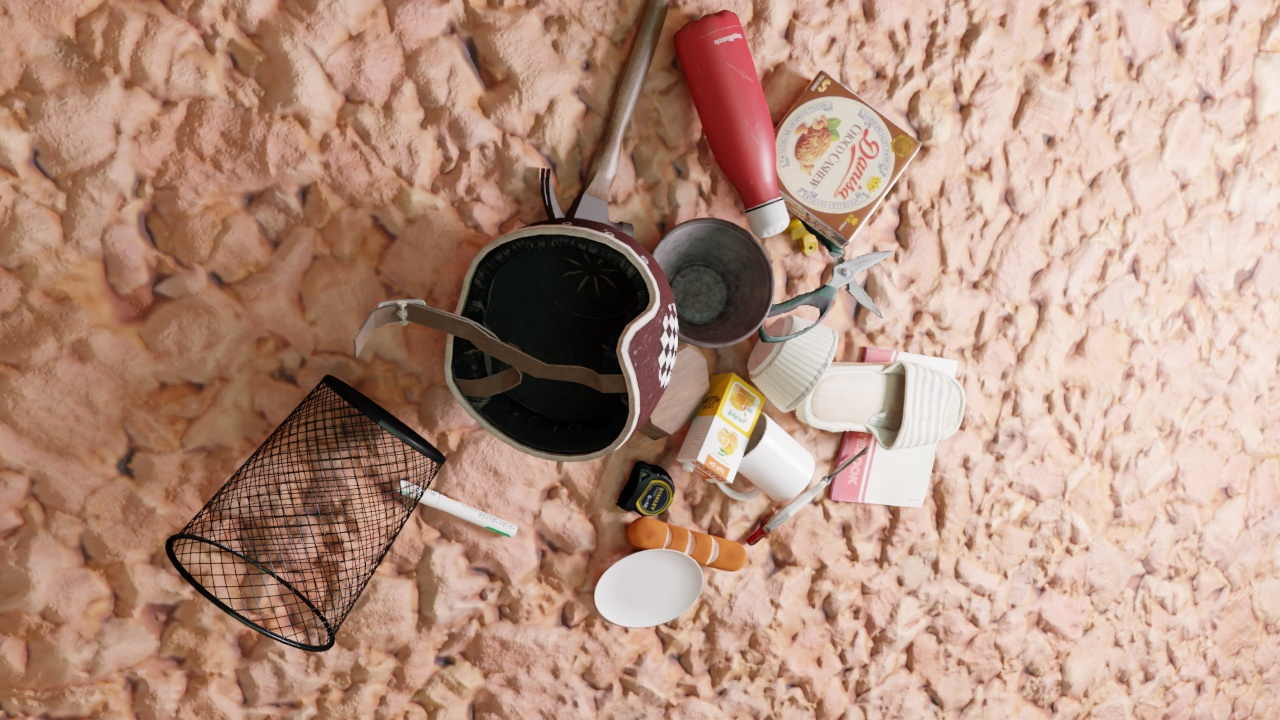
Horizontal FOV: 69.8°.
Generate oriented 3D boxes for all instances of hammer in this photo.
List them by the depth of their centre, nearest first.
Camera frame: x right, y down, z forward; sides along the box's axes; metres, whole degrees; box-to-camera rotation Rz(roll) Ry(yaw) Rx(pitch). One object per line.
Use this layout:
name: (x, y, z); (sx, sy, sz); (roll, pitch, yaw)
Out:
hammer: (-0.017, -0.281, 0.982); (0.115, 0.033, 0.323); (17, 96, -26)

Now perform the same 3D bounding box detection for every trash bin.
trash bin: (-0.312, 0.139, 0.895); (0.184, 0.184, 0.210); (40, 81, -24)

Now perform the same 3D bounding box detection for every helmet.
helmet: (-0.085, -0.021, 0.901); (0.234, 0.252, 0.234); (-2, 132, 19)

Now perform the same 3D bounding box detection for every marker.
marker: (-0.204, 0.166, 1.024); (0.145, 0.017, 0.017); (28, 91, -25)

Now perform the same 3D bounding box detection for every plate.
plate: (0.036, 0.031, 1.051); (0.131, 0.025, 0.131); (-19, 119, -39)
plate: (0.010, 0.275, 1.117); (0.134, 0.011, 0.135); (-6, 125, -9)

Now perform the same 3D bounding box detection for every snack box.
snack box: (0.218, -0.228, 1.048); (0.147, 0.041, 0.143); (37, 86, 2)

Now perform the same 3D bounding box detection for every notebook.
notebook: (0.336, 0.092, 1.218); (0.153, 0.012, 0.209); (7, 100, -22)

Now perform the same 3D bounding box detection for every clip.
clip: (0.200, -0.151, 1.099); (0.054, 0.046, 0.048); (-26, 86, -15)

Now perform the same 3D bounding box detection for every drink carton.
drink carton: (0.095, 0.083, 1.082); (0.058, 0.040, 0.122); (36, 67, -26)

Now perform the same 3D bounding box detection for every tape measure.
tape measure: (0.010, 0.154, 1.094); (0.061, 0.034, 0.062); (23, 102, -20)

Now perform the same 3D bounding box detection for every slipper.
slipper: (0.312, 0.054, 1.156); (0.272, 0.054, 0.114); (8, 95, -28)

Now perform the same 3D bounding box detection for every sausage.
sausage: (0.056, 0.226, 1.124); (0.164, 0.045, 0.039); (19, 70, -24)

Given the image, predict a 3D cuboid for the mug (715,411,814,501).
mug: (0.142, 0.128, 1.126); (0.111, 0.073, 0.090); (-40, 116, 20)

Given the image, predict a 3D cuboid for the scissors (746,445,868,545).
scissors: (0.200, 0.174, 1.139); (0.199, 0.179, 0.015); (-44, 76, 22)

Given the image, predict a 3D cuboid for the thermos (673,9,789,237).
thermos: (0.106, -0.249, 0.990); (0.073, 0.073, 0.240); (-22, 98, -15)

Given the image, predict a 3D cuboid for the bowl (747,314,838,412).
bowl: (0.173, -0.004, 1.084); (0.062, 0.115, 0.115); (32, 90, -9)

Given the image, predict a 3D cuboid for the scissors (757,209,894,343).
scissors: (0.195, -0.117, 1.060); (0.201, 0.015, 0.205); (-25, 80, -16)

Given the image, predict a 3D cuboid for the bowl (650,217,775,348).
bowl: (0.072, -0.081, 1.030); (0.145, 0.067, 0.145); (1, 83, -8)
